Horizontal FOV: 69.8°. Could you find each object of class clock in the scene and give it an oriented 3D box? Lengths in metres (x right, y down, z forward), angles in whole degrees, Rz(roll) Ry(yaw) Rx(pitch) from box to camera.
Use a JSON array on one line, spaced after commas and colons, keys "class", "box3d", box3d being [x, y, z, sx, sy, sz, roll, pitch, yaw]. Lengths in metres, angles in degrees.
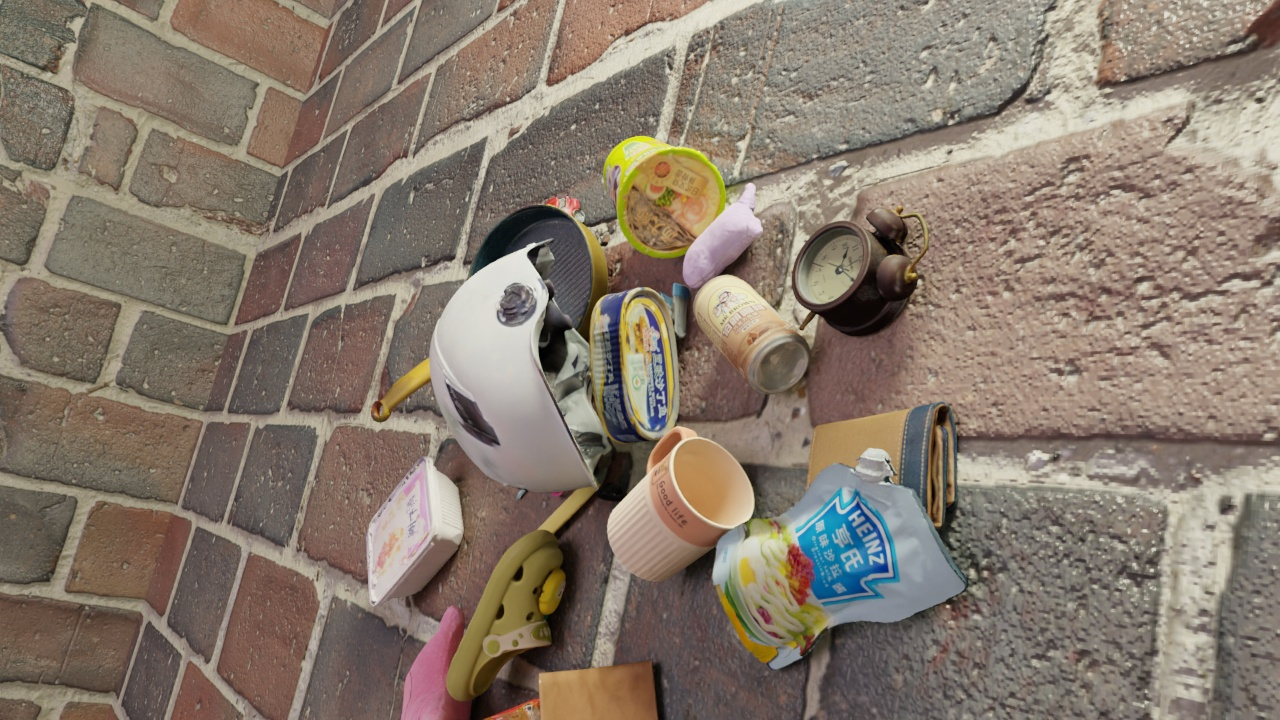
[{"class": "clock", "box3d": [0.172, -0.070, 0.708, 0.122, 0.055, 0.082, -30, 50, 40]}]

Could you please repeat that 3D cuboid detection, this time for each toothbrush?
[{"class": "toothbrush", "box3d": [0.019, 0.121, 0.857, 0.190, 0.014, 0.017, -11, 44, 49]}]

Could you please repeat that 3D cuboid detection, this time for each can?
[{"class": "can", "box3d": [-0.005, 0.005, 0.880, 0.049, 0.074, 0.148, -10, 83, 49]}, {"class": "can", "box3d": [0.093, -0.024, 0.788, 0.059, 0.058, 0.116, -57, 36, 17]}]

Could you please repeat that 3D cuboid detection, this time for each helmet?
[{"class": "helmet", "box3d": [-0.124, 0.020, 0.889, 0.146, 0.229, 0.258, -15, 46, 7]}]

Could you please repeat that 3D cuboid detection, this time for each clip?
[{"class": "clip", "box3d": [0.035, -0.046, 0.912, 0.045, 0.027, 0.058, -25, 57, 36]}]

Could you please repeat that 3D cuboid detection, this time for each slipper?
[{"class": "slipper", "box3d": [-0.123, 0.267, 0.929, 0.081, 0.091, 0.190, 27, 86, 17]}]

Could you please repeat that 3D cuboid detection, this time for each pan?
[{"class": "pan", "box3d": [-0.189, -0.036, 1.093, 0.358, 0.078, 0.197, -42, 60, 22]}]

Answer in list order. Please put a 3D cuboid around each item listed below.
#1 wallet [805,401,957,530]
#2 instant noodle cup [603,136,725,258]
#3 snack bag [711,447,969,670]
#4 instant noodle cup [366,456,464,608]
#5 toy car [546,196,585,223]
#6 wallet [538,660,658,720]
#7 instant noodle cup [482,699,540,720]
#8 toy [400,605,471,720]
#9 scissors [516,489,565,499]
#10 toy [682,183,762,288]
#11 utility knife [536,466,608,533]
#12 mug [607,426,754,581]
[{"class": "wallet", "box3d": [0.169, 0.080, 0.657, 0.116, 0.033, 0.090, -17, 57, 50]}, {"class": "instant noodle cup", "box3d": [0.014, -0.179, 0.944, 0.112, 0.111, 0.123, -58, 28, 15]}, {"class": "snack bag", "box3d": [0.129, 0.143, 0.645, 0.192, 0.038, 0.110, -43, 56, 42]}, {"class": "instant noodle cup", "box3d": [-0.287, 0.224, 1.181, 0.174, 0.060, 0.137, -47, 40, 27]}, {"class": "toy car", "box3d": [-0.102, -0.147, 1.133, 0.053, 0.045, 0.120, -25, 56, 47]}, {"class": "wallet", "box3d": [-0.034, 0.315, 0.769, 0.020, 0.101, 0.115, 80, -176, -60]}, {"class": "instant noodle cup", "box3d": [-0.114, 0.409, 0.831, 0.189, 0.079, 0.164, -34, 47, 39]}, {"class": "toy", "box3d": [-0.222, 0.384, 0.988, 0.194, 0.074, 0.179, -92, 16, -48]}, {"class": "scissors", "box3d": [-0.106, 0.107, 1.034, 0.133, 0.017, 0.131, 15, 88, 59]}, {"class": "toy", "box3d": [0.076, -0.114, 0.877, 0.108, 0.039, 0.083, -46, 26, 37]}, {"class": "utility knife", "box3d": [-0.090, 0.168, 0.974, 0.188, 0.020, 0.030, -42, 24, 26]}, {"class": "mug", "box3d": [0.029, 0.115, 0.777, 0.106, 0.081, 0.114, -48, 38, 39]}]
